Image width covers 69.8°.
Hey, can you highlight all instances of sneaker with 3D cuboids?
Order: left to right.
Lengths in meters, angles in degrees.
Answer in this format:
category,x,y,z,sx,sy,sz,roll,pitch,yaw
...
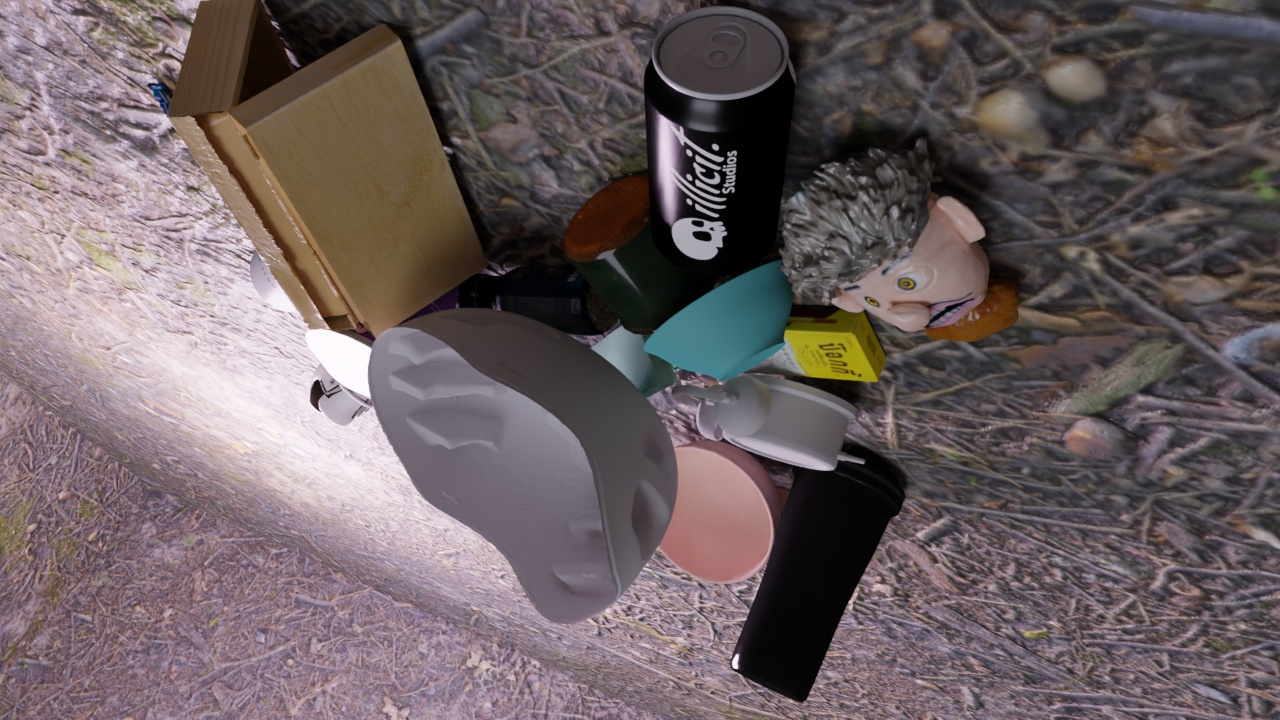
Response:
category,x,y,z,sx,sy,sz,roll,pitch,yaw
sneaker,-0.352,0.031,1.137,0.091,0.097,0.246,43,150,-28

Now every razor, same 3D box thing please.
category,x,y,z,sx,sy,sz,roll,pitch,yaw
razor,-0.378,-0.211,0.821,0.141,0.018,0.044,21,152,12

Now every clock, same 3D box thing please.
category,x,y,z,sx,sy,sz,roll,pitch,yaw
clock,0.103,0.043,0.759,0.159,0.061,0.120,19,170,-7

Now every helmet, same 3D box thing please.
category,x,y,z,sx,sy,sz,roll,pitch,yaw
helmet,-0.103,0.072,0.758,0.282,0.183,0.225,27,134,1

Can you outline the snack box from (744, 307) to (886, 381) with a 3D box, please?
category,x,y,z,sx,sy,sz,roll,pitch,yaw
snack box,0.110,-0.015,0.716,0.149,0.025,0.061,4,146,38

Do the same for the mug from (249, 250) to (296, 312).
category,x,y,z,sx,sy,sz,roll,pitch,yaw
mug,-0.339,-0.115,0.903,0.097,0.082,0.119,-17,101,54

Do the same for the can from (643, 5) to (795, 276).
category,x,y,z,sx,sy,sz,roll,pitch,yaw
can,0.044,-0.119,0.528,0.080,0.080,0.146,20,150,15

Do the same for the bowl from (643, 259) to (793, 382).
category,x,y,z,sx,sy,sz,roll,pitch,yaw
bowl,0.066,-0.018,0.639,0.046,0.121,0.121,61,155,11

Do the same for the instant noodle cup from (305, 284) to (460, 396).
category,x,y,z,sx,sy,sz,roll,pitch,yaw
instant noodle cup,-0.234,-0.038,0.881,0.122,0.121,0.137,38,151,-21

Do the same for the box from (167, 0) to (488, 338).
category,x,y,z,sx,sy,sz,roll,pitch,yaw
box,-0.242,-0.135,0.716,0.185,0.141,0.249,12,151,14

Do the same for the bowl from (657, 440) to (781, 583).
category,x,y,z,sx,sy,sz,roll,pitch,yaw
bowl,0.082,0.145,0.942,0.153,0.076,0.153,12,113,29

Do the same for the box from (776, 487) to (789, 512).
category,x,y,z,sx,sy,sz,roll,pitch,yaw
box,0.100,0.183,1.067,0.217,0.043,0.151,7,152,34

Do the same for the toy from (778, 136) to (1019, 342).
category,x,y,z,sx,sy,sz,roll,pitch,yaw
toy,0.157,-0.055,0.556,0.176,0.076,0.133,28,155,-18

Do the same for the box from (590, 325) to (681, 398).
category,x,y,z,sx,sy,sz,roll,pitch,yaw
box,-0.002,0.002,0.849,0.189,0.079,0.077,-34,75,60

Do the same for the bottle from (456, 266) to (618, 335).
category,x,y,z,sx,sy,sz,roll,pitch,yaw
bottle,-0.091,-0.053,0.797,0.161,0.056,0.056,6,146,36

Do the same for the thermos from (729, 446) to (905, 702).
category,x,y,z,sx,sy,sz,roll,pitch,yaw
thermos,0.157,0.191,0.835,0.106,0.218,0.106,24,162,8

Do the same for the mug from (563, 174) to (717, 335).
category,x,y,z,sx,sy,sz,roll,pitch,yaw
mug,0.011,-0.082,0.641,0.111,0.084,0.081,-27,126,19
